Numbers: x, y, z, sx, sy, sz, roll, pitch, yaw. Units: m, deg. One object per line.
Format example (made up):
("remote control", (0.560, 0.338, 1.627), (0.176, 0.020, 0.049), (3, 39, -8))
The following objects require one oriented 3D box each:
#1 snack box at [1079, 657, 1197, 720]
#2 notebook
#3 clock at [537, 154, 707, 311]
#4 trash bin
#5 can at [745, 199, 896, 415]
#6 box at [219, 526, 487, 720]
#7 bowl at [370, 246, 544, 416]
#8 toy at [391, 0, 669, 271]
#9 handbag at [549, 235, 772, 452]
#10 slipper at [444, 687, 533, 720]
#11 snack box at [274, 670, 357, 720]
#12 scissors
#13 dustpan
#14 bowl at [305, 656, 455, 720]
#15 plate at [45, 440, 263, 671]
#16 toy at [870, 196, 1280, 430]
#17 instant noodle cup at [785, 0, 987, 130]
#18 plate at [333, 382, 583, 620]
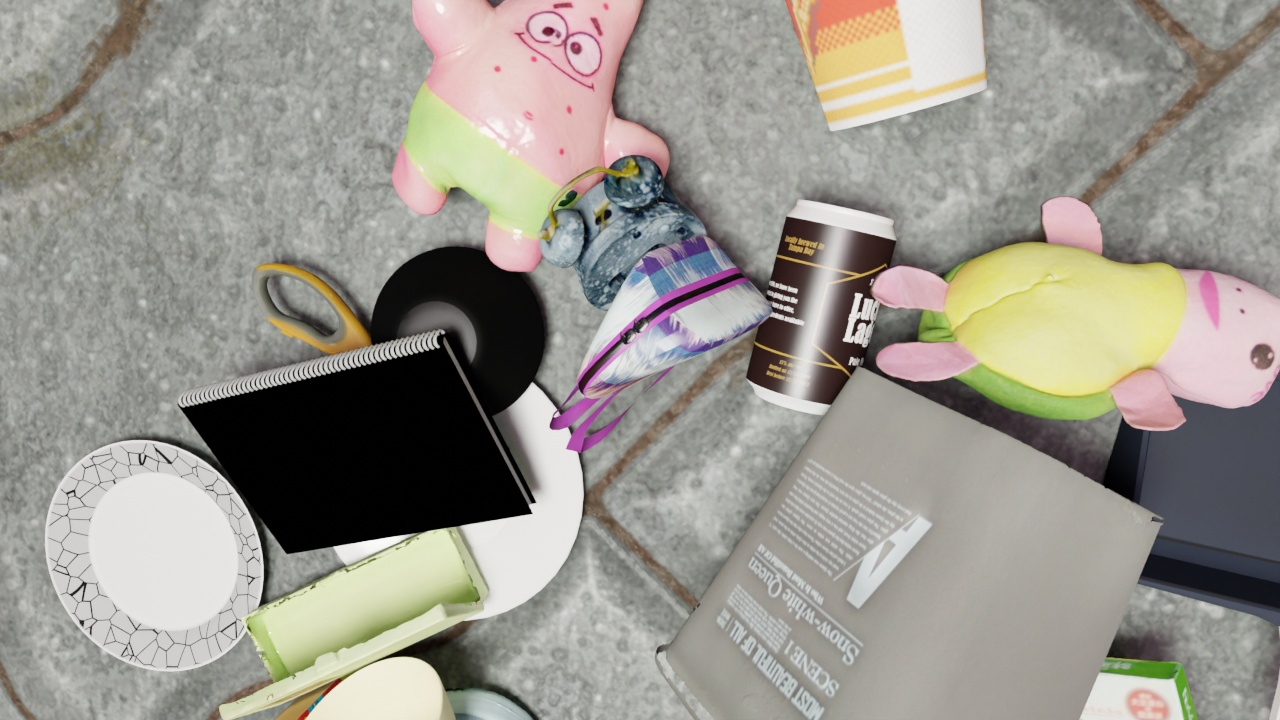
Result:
("snack box", (0.300, 0.274, 0.599), (0.132, 0.027, 0.168), (-12, 98, 45))
("notebook", (-0.194, 0.063, 0.629), (0.207, 0.016, 0.149), (-12, 121, 17))
("clock", (-0.011, -0.081, 0.584), (0.090, 0.129, 0.052), (-37, 62, 11))
("trash bin", (0.161, 0.143, 0.540), (0.197, 0.197, 0.220), (24, 95, -31))
("can", (0.116, -0.034, 0.594), (0.072, 0.071, 0.128), (14, 100, 7))
("box", (-0.211, 0.184, 0.669), (0.188, 0.091, 0.083), (-26, 70, 8))
("bowl", (-0.130, -0.015, 0.619), (0.124, 0.052, 0.124), (0, 97, 4))
("toy", (-0.060, -0.179, 0.592), (0.192, 0.097, 0.237), (31, 93, -20))
("handbag", (-0.004, 0.003, 0.597), (0.068, 0.144, 0.170), (52, 129, 11))
("slipper", (-0.093, 0.350, 0.683), (0.104, 0.074, 0.245), (-37, 92, 11))
("snack box", (-0.222, 0.310, 0.690), (0.040, 0.088, 0.126), (-28, 93, 12))
("scissors", (-0.203, 0.028, 0.666), (0.225, 0.016, 0.225), (32, 100, 1))
("dustpan", (0.416, 0.122, 0.563), (0.236, 0.080, 0.273), (12, 100, 7))
("bowl", (-0.171, 0.275, 0.628), (0.118, 0.117, 0.074), (-20, 121, 11))
("plate", (-0.384, 0.154, 0.731), (0.189, 0.016, 0.188), (1, 98, 9))
("toy", (0.257, -0.020, 0.546), (0.238, 0.189, 0.088), (-1, 135, 1))
("instant noodle cup", (0.146, -0.209, 0.545), (0.123, 0.123, 0.121), (-14, 103, 11))
("plate", (-0.143, 0.091, 0.683), (0.209, 0.015, 0.208), (1, 98, 9))
